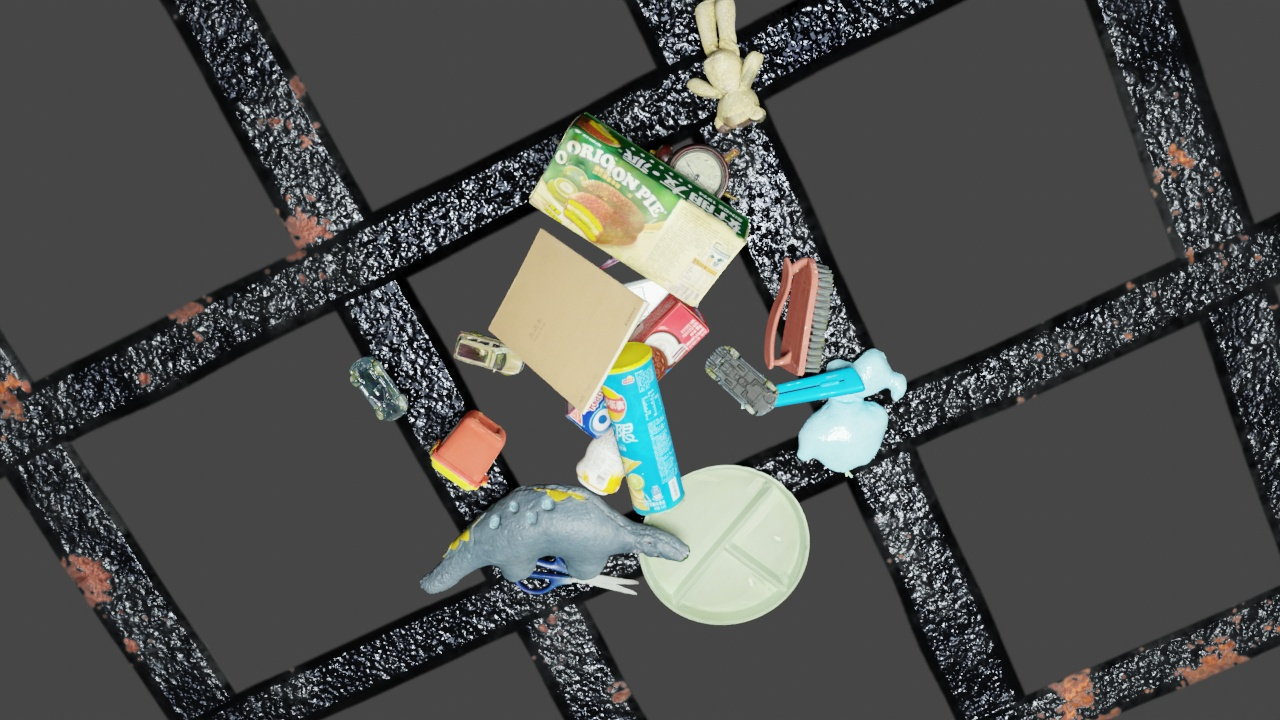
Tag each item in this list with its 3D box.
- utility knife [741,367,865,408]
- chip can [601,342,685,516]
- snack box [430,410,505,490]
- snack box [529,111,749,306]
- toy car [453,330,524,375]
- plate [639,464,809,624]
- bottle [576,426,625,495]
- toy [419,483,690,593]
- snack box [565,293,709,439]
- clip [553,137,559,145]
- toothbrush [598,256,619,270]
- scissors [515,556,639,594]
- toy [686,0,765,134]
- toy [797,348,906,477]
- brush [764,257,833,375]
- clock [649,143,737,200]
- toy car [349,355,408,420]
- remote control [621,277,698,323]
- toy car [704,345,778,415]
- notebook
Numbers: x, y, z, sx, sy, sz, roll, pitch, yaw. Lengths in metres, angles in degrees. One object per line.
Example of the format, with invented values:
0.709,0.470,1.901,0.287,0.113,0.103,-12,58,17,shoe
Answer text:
0.206,0.040,1.180,0.161,0.018,0.034,-13,76,20,utility knife
0.001,0.086,1.121,0.071,0.071,0.210,-13,115,2,chip can
-0.215,0.113,1.172,0.082,0.091,0.080,38,92,-9,snack box
-0.001,-0.175,1.082,0.240,0.063,0.115,32,125,-7,snack box
-0.192,-0.007,1.173,0.090,0.035,0.042,16,103,-7,toy car
0.112,0.247,1.237,0.230,0.027,0.230,0,102,-1,plate
-0.036,0.118,1.188,0.063,0.063,0.108,30,99,-7,bottle
-0.116,0.227,1.193,0.356,0.091,0.138,-5,96,2,toy
-0.007,0.007,1.156,0.057,0.058,0.208,41,104,-19,snack box
-0.060,-0.246,1.124,0.070,0.034,0.100,-35,97,7,clip
-0.027,-0.135,1.158,0.188,0.016,0.017,-29,91,6,toothbrush
-0.086,0.284,1.250,0.173,0.012,0.126,-15,102,1,scissors
0.104,-0.354,1.094,0.105,0.066,0.157,-9,100,34,toy
0.273,0.073,1.190,0.161,0.050,0.156,-16,91,2,toy
0.197,-0.058,1.154,0.069,0.063,0.146,5,101,-16,brush
0.056,-0.223,1.119,0.122,0.055,0.082,-1,102,1,clock
-0.335,0.035,1.180,0.043,0.034,0.090,-33,103,3,toy car
0.004,-0.076,1.168,0.136,0.020,0.056,-14,104,1,remote control
0.132,0.026,1.184,0.105,0.031,0.049,43,101,6,toy car
-0.093,-0.051,1.102,0.012,0.211,0.149,17,106,-50,notebook
